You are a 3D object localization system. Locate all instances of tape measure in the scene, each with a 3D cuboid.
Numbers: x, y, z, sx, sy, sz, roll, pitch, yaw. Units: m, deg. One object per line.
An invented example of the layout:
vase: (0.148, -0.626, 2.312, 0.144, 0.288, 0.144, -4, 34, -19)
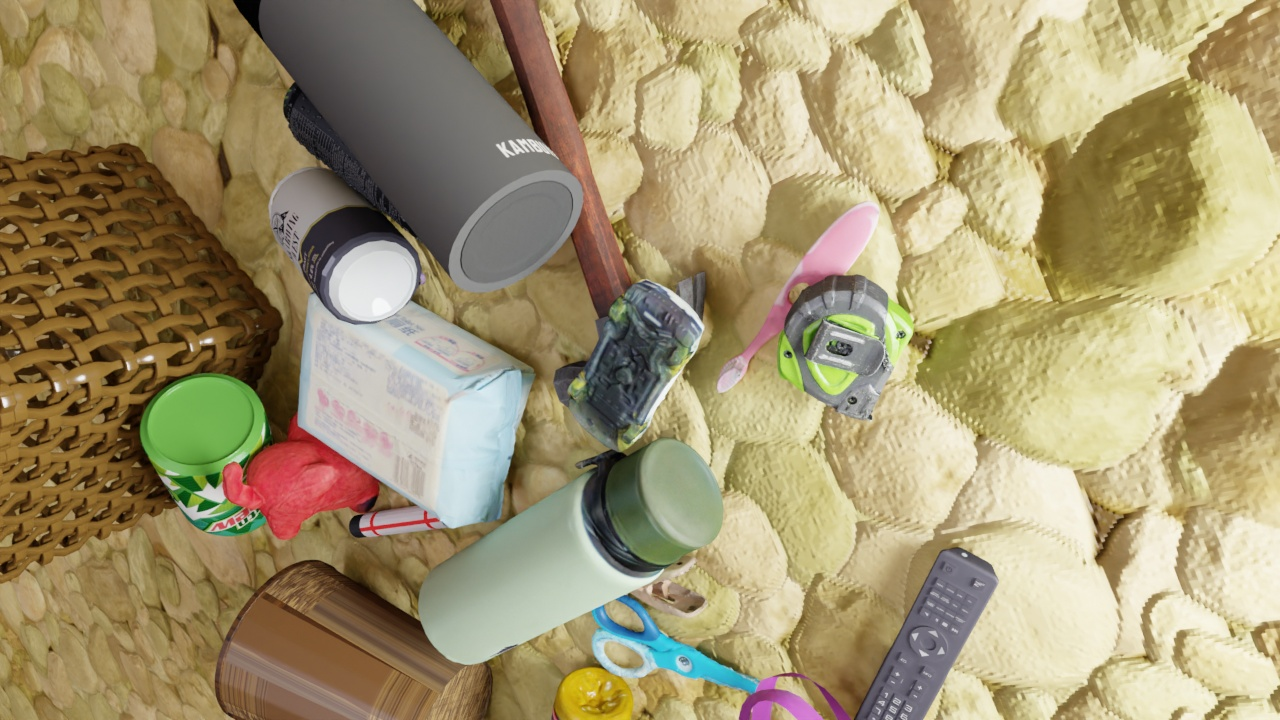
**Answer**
tape measure: (0.098, -0.008, 0.450, 0.059, 0.035, 0.066, 20, 119, 5)

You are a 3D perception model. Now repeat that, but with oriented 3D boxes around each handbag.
handbag: (0.105, 0.265, 0.533, 0.145, 0.067, 0.170, -15, 96, 37)

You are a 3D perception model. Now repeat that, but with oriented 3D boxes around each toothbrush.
toothbrush: (0.078, -0.029, 0.476, 0.021, 0.016, 0.135, 37, 124, 1)

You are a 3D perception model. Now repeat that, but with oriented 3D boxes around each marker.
marker: (-0.167, 0.118, 0.688, 0.146, 0.019, 0.019, -14, 99, 36)

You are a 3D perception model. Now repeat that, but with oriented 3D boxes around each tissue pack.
tissue pack: (-0.159, 0.022, 0.619, 0.182, 0.069, 0.112, 28, 120, 25)

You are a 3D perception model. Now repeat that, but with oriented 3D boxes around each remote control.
remote control: (0.152, 0.158, 0.494, 0.032, 0.015, 0.137, 28, 120, 23)

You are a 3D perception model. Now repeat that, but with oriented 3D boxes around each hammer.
hammer: (-0.045, -0.124, 0.517, 0.111, 0.028, 0.300, -14, 99, 37)

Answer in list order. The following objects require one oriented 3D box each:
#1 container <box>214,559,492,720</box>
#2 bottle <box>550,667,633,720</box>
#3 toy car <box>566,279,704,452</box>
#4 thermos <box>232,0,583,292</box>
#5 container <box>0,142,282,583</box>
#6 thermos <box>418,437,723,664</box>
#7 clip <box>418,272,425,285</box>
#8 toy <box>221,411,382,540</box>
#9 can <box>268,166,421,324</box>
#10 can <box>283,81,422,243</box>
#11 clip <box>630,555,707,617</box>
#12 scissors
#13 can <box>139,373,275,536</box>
container: (-0.211, 0.244, 0.702, 0.167, 0.131, 0.132, 17, 115, 21)
bottle: (-0.047, 0.305, 0.654, 0.053, 0.053, 0.186, 24, 119, 24)
toy car: (-0.003, 0.003, 0.495, 0.048, 0.032, 0.106, 39, 129, 10)
thermos: (-0.136, -0.150, 0.510, 0.240, 0.082, 0.082, 49, 126, 21)
container: (-0.473, 0.001, 0.727, 0.219, 0.213, 0.252, 47, 125, 11)
thermos: (-0.050, 0.120, 0.577, 0.232, 0.082, 0.082, -35, 86, 37)
clip: (-0.166, -0.060, 0.630, 0.052, 0.041, 0.014, 39, 129, 56)
toy: (-0.257, 0.075, 0.671, 0.088, 0.132, 0.094, -46, 70, 25)
can: (-0.195, -0.079, 0.594, 0.127, 0.064, 0.064, 43, 127, 38)
can: (-0.163, -0.128, 0.576, 0.138, 0.053, 0.054, 39, 123, 16)
clip: (0.017, 0.144, 0.575, 0.060, 0.024, 0.039, -25, 89, 47)
scissors: (0.023, 0.193, 0.594, 0.135, 0.015, 0.066, 14, 112, 32)
can: (-0.326, 0.078, 0.712, 0.083, 0.082, 0.144, 44, 150, 13)
